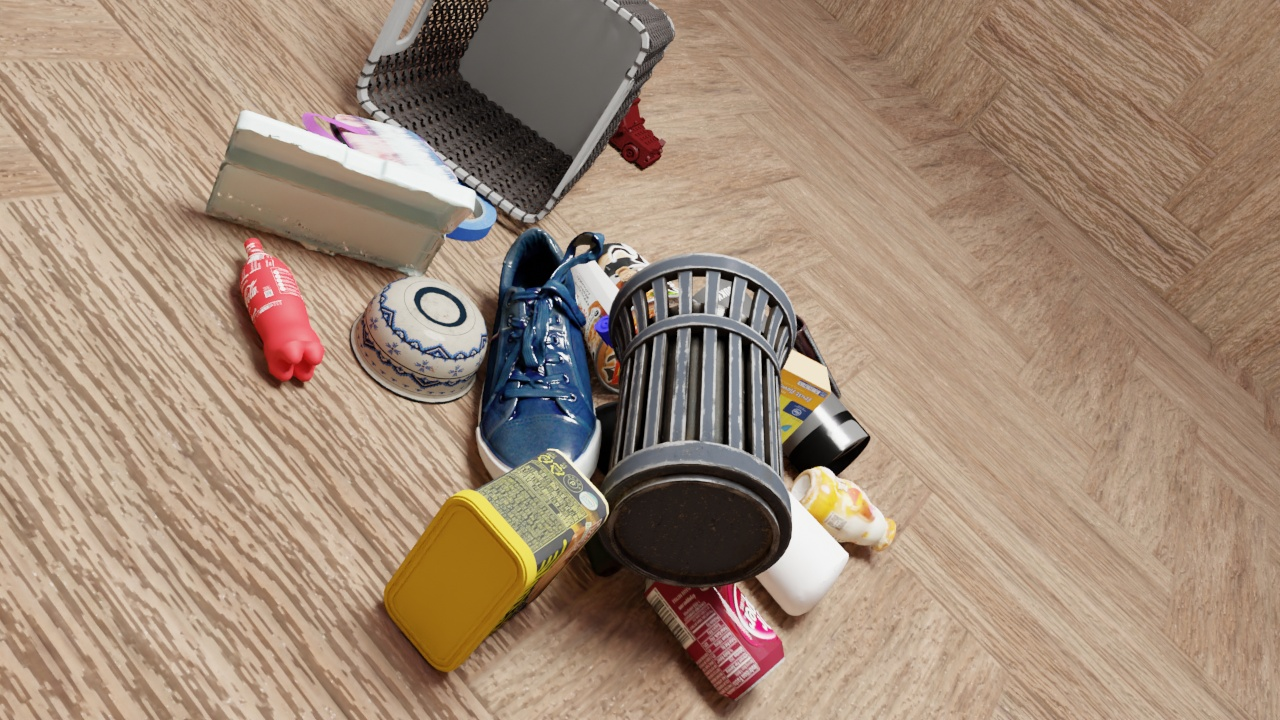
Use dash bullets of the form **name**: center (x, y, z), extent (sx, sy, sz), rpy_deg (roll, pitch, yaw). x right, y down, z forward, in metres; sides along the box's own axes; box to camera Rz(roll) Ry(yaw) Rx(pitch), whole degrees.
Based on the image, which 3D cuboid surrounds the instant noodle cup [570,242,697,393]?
- **instant noodle cup**: center (-0.013, -0.051, 0.931), extent (0.123, 0.124, 0.121), rpy_deg (6, 36, -37)

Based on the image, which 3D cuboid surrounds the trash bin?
- **trash bin**: center (0.045, 0.049, 0.725), extent (0.164, 0.165, 0.226), rpy_deg (26, 39, -16)

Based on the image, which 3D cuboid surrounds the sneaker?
- **sneaker**: center (-0.084, -0.018, 0.783), extent (0.120, 0.127, 0.294), rpy_deg (-4, 42, -4)

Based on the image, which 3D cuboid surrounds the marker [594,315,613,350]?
- **marker**: center (-0.005, 0.005, 0.880), extent (0.141, 0.020, 0.020), rpy_deg (54, 13, -49)

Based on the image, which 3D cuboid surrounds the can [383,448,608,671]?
- **can**: center (-0.095, 0.131, 0.621), extent (0.072, 0.131, 0.100), rpy_deg (46, 32, 12)

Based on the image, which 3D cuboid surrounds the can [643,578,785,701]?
- **can**: center (0.058, 0.206, 0.728), extent (0.114, 0.063, 0.063), rpy_deg (50, 36, 17)

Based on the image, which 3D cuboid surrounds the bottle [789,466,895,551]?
- **bottle**: center (0.204, 0.153, 0.923), extent (0.109, 0.063, 0.063), rpy_deg (29, 35, -12)

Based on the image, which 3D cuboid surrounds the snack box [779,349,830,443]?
- **snack box**: center (0.114, 0.042, 0.916), extent (0.088, 0.126, 0.040), rpy_deg (26, 36, -17)

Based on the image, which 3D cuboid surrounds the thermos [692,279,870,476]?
- **thermos**: center (0.145, 0.021, 1.008), extent (0.082, 0.082, 0.240), rpy_deg (-12, 58, -49)

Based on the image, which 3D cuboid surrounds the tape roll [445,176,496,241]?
- **tape roll**: center (-0.199, -0.164, 0.975), extent (0.093, 0.016, 0.091), rpy_deg (22, 37, -22)

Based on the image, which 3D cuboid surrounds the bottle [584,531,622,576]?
- **bottle**: center (-0.043, 0.129, 0.762), extent (0.025, 0.025, 0.106), rpy_deg (6, 45, -38)

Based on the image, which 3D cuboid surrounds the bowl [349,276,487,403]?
- **bowl**: center (-0.183, -0.026, 0.789), extent (0.115, 0.059, 0.115), rpy_deg (24, 36, -19)

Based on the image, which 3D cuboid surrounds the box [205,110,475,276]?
- **box**: center (-0.256, -0.140, 0.790), extent (0.197, 0.136, 0.043), rpy_deg (17, 57, -28)

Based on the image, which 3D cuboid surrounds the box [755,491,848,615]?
- **box**: center (0.117, 0.149, 0.841), extent (0.091, 0.081, 0.161), rpy_deg (-29, 69, -40)

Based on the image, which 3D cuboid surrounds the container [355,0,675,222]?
- **container**: center (-0.123, -0.344, 1.046), extent (0.245, 0.248, 0.243), rpy_deg (35, 26, -3)

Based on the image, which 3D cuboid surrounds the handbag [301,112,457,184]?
- **handbag**: center (-0.254, -0.185, 0.854), extent (0.144, 0.068, 0.169), rpy_deg (48, 13, 16)

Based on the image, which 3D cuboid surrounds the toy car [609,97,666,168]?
- **toy car**: center (-0.037, -0.350, 1.302), extent (0.170, 0.062, 0.070), rpy_deg (40, 34, 4)

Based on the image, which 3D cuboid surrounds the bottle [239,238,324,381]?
- **bottle**: center (-0.290, -0.044, 0.729), extent (0.041, 0.042, 0.141), rpy_deg (-2, 50, -43)

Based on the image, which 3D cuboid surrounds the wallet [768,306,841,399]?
- **wallet**: center (0.191, -0.012, 1.074), extent (0.099, 0.031, 0.120), rpy_deg (59, 3, -19)

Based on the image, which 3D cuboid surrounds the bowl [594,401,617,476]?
- **bowl**: center (0.015, 0.071, 0.859), extent (0.124, 0.053, 0.123), rpy_deg (24, 36, -19)
